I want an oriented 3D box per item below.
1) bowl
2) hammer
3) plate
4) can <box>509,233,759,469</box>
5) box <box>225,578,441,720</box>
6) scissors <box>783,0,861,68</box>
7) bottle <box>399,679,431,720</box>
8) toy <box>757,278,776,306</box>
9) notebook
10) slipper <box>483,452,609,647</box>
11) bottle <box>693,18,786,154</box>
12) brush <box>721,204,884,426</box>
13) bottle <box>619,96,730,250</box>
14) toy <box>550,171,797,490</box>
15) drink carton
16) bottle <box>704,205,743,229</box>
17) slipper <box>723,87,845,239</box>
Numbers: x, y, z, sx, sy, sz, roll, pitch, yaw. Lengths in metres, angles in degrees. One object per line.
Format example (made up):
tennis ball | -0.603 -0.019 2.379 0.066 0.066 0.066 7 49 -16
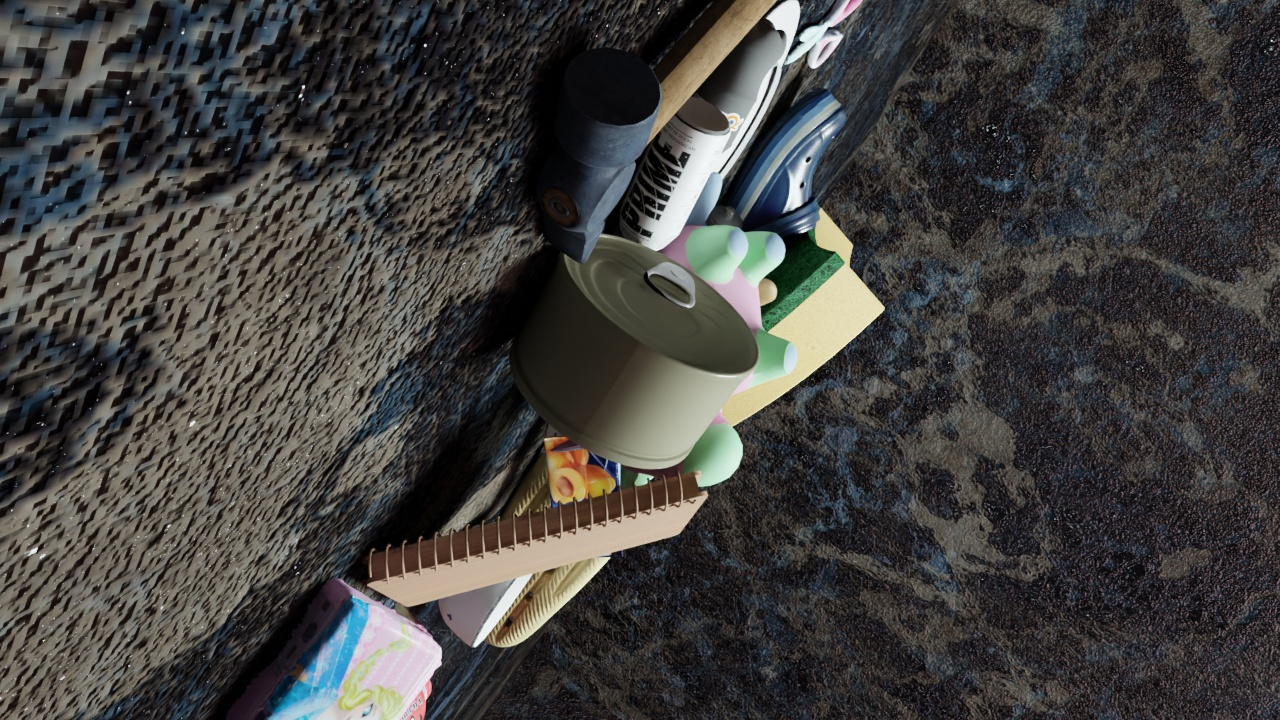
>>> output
bowl | -0.134 0.185 0.798 0.113 0.063 0.113 -55 173 -10
hammer | 0.050 -0.182 0.479 0.320 0.040 0.130 -53 177 -27
plate | 0.066 -0.173 0.698 0.208 0.015 0.209 -54 173 -10
can | -0.005 -0.007 0.531 0.073 0.128 0.127 -57 173 27
box | -0.225 0.226 0.521 0.230 0.106 0.086 -54 129 -13
scissors | 0.157 -0.281 0.823 0.178 0.016 0.106 -50 171 -40
bottle | -0.220 0.306 0.796 0.062 0.062 0.137 -56 172 4
toy | 0.049 -0.044 0.853 0.108 0.106 0.134 -44 -167 -13
notebook | -0.067 0.123 0.618 0.210 0.022 0.169 -13 162 -9
slipper | -0.087 0.179 0.913 0.262 0.111 0.079 -54 172 21
bottle | 0.050 -0.158 0.568 0.110 0.036 0.036 -60 172 30
brush | 0.140 -0.057 0.979 0.195 0.075 0.249 -40 -165 19
bottle | 0.014 -0.103 0.564 0.041 0.041 0.116 -48 169 -49
toy | 0.024 -0.012 0.653 0.120 0.222 0.171 0 174 -44
drink carton | -0.048 0.112 0.804 0.040 0.064 0.130 -84 172 -63
bottle | 0.066 -0.105 0.917 0.040 0.040 0.130 -50 171 -40
slipper | 0.139 -0.161 0.950 0.253 0.095 0.104 -56 172 33
